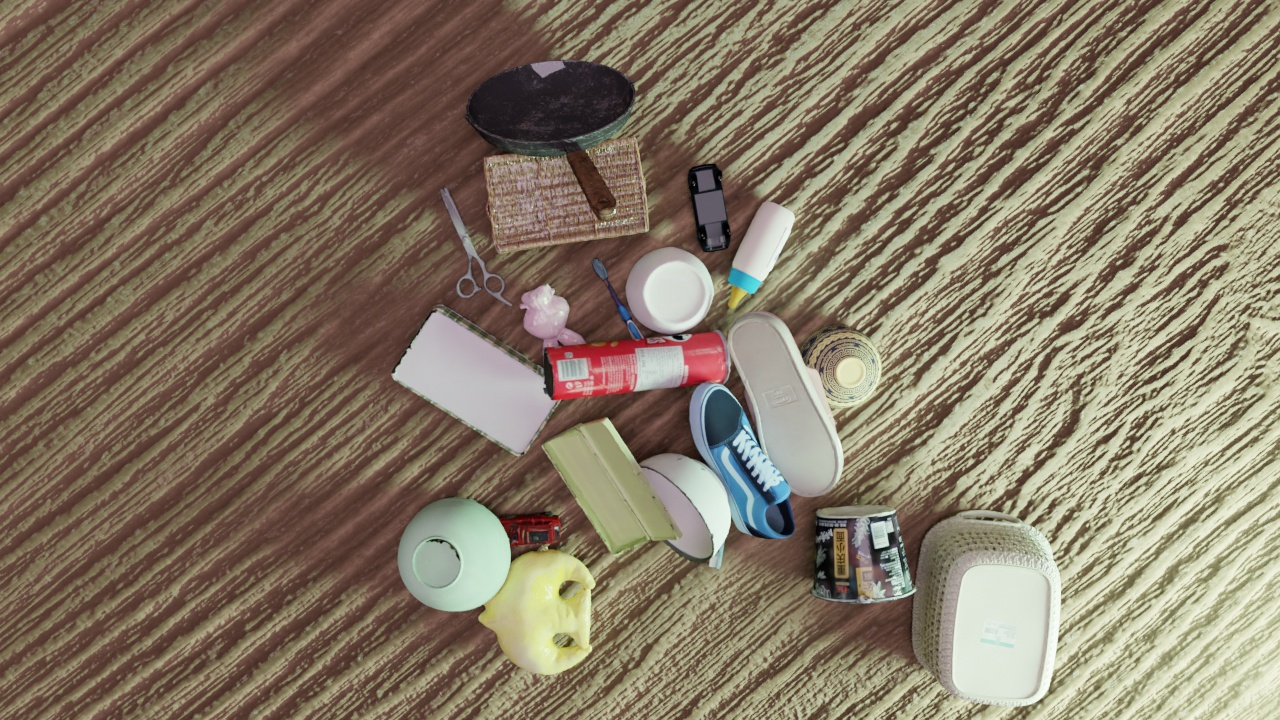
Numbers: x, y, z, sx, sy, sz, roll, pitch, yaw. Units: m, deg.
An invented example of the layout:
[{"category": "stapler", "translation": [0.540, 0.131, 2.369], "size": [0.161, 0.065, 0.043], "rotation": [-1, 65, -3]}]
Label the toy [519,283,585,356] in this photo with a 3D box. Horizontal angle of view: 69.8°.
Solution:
[{"category": "toy", "translation": [-0.116, -0.047, 1.191], "size": [0.063, 0.047, 0.110], "rotation": [-23, 110, 1]}]

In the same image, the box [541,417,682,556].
[{"category": "box", "translation": [-0.035, 0.164, 1.202], "size": [0.043, 0.141, 0.187], "rotation": [-41, 101, -44]}]

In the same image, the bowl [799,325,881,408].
[{"category": "bowl", "translation": [0.271, 0.012, 1.222], "size": [0.112, 0.061, 0.112], "rotation": [-1, 97, -5]}]

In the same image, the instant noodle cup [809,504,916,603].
[{"category": "instant noodle cup", "translation": [0.293, 0.254, 1.227], "size": [0.137, 0.137, 0.112], "rotation": [-4, 88, -4]}]

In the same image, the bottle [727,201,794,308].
[{"category": "bottle", "translation": [0.150, -0.134, 1.198], "size": [0.051, 0.051, 0.146], "rotation": [25, 95, -8]}]

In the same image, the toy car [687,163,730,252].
[{"category": "toy car", "translation": [0.090, -0.198, 1.193], "size": [0.046, 0.034, 0.112], "rotation": [-11, 99, -3]}]

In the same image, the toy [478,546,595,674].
[{"category": "toy", "translation": [-0.138, 0.334, 1.228], "size": [0.155, 0.064, 0.170], "rotation": [4, 91, 2]}]

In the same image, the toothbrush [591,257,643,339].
[{"category": "toothbrush", "translation": [-0.016, -0.052, 1.212], "size": [0.016, 0.017, 0.189], "rotation": [-29, 98, -2]}]

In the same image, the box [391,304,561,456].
[{"category": "box", "translation": [-0.209, 0.026, 1.192], "size": [0.205, 0.050, 0.118], "rotation": [32, 96, -8]}]

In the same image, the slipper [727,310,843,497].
[{"category": "slipper", "translation": [0.193, 0.056, 1.206], "size": [0.114, 0.054, 0.274], "rotation": [-12, 111, 29]}]

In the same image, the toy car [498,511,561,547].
[{"category": "toy car", "translation": [-0.152, 0.229, 1.231], "size": [0.091, 0.036, 0.042], "rotation": [-2, 98, 1]}]

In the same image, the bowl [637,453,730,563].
[{"category": "bowl", "translation": [0.060, 0.181, 1.194], "size": [0.072, 0.154, 0.153], "rotation": [-37, 100, -28]}]

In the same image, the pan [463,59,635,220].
[{"category": "pan", "translation": [-0.083, -0.251, 1.047], "size": [0.207, 0.356, 0.040], "rotation": [-14, 135, -10]}]

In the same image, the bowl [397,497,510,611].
[{"category": "bowl", "translation": [-0.250, 0.256, 1.187], "size": [0.151, 0.077, 0.151], "rotation": [0, 87, 8]}]

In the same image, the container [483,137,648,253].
[{"category": "container", "translation": [-0.092, -0.203, 1.138], "size": [0.198, 0.112, 0.114], "rotation": [-9, 98, -4]}]

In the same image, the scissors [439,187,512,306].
[{"category": "scissors", "translation": [-0.212, -0.145, 1.186], "size": [0.095, 0.014, 0.170], "rotation": [0, 101, -3]}]

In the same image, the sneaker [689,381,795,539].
[{"category": "sneaker", "translation": [0.146, 0.130, 1.182], "size": [0.083, 0.098, 0.241], "rotation": [-42, 120, -34]}]

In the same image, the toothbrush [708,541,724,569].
[{"category": "toothbrush", "translation": [0.118, 0.199, 1.258], "size": [0.016, 0.016, 0.181], "rotation": [11, 97, 3]}]

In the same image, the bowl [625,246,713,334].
[{"category": "bowl", "translation": [0.041, -0.089, 1.187], "size": [0.116, 0.065, 0.116], "rotation": [-1, 97, -5]}]

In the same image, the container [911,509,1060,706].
[{"category": "container", "translation": [0.471, 0.341, 1.241], "size": [0.185, 0.142, 0.246], "rotation": [3, 97, 8]}]

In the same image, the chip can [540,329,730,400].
[{"category": "chip can", "translation": [-0.007, 0.007, 1.170], "size": [0.232, 0.073, 0.073], "rotation": [-6, 98, -15]}]
